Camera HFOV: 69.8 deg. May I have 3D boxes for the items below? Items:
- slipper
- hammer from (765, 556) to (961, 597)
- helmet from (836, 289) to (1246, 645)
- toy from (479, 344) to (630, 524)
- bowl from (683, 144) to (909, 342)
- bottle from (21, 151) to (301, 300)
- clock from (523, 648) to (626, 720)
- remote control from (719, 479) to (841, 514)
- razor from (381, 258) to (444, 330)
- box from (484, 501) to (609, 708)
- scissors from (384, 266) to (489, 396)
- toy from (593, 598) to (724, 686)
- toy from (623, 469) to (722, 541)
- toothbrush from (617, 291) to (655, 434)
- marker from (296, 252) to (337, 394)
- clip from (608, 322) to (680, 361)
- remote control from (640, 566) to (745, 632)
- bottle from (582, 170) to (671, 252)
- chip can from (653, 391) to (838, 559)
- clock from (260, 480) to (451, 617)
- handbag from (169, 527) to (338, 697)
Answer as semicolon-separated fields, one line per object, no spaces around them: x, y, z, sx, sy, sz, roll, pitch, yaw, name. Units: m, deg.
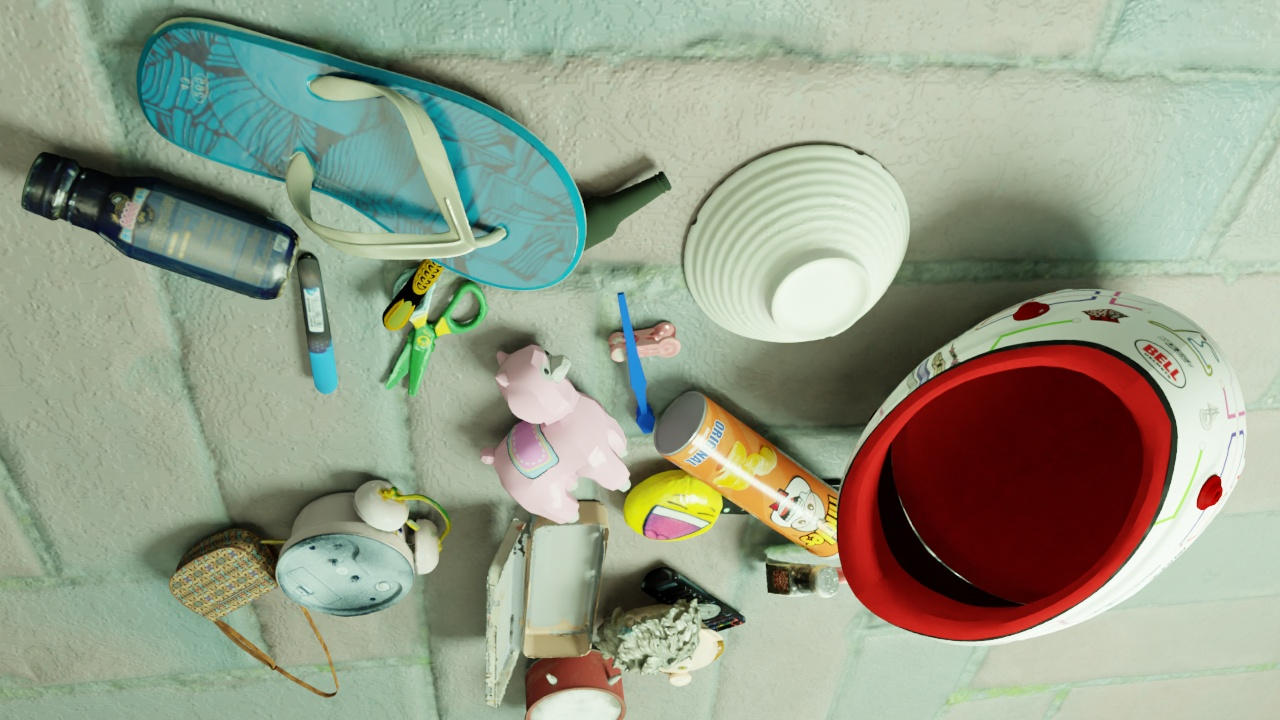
-0.166;-0.125;0.579;0.294;0.060;0.118;20;111;-17;slipper
0.278;0.213;0.940;0.325;0.036;0.141;1;169;-22;hammer
0.313;0.085;0.736;0.315;0.231;0.235;-44;159;18;helmet
-0.078;0.060;0.760;0.123;0.067;0.157;-33;123;19;toy
0.126;-0.065;0.685;0.177;0.070;0.178;-5;131;-6;bowl
-0.311;-0.088;0.603;0.160;0.056;0.056;19;124;-23;bottle
-0.077;0.380;1.027;0.109;0.061;0.157;4;129;-13;clock
0.138;0.131;0.889;0.124;0.010;0.039;-3;130;-7;remote control
-0.142;-0.077;0.656;0.044;0.021;0.144;31;108;-30;razor
-0.094;0.241;0.889;0.121;0.094;0.218;-2;130;-12;box
-0.178;-0.021;0.710;0.078;0.013;0.132;29;119;-27;scissors
0.031;0.300;0.958;0.133;0.076;0.176;-16;149;30;toy
0.030;0.137;0.857;0.095;0.041;0.094;24;125;-29;toy
-0.004;0.004;0.733;0.016;0.011;0.187;-10;143;1;toothbrush
-0.244;-0.027;0.694;0.018;0.015;0.123;-3;127;-12;marker
0.004;-0.009;0.733;0.059;0.039;0.023;-7;137;2;clip
0.058;0.255;0.972;0.046;0.021;0.140;-25;134;26;remote control
-0.035;-0.099;0.655;0.123;0.033;0.033;-27;128;12;bottle
0.108;0.106;0.820;0.210;0.062;0.062;35;116;-27;chip can
-0.246;0.165;0.823;0.158;0.058;0.117;-25;130;11;clock
-0.342;0.240;0.855;0.094;0.043;0.196;-29;111;13;handbag
